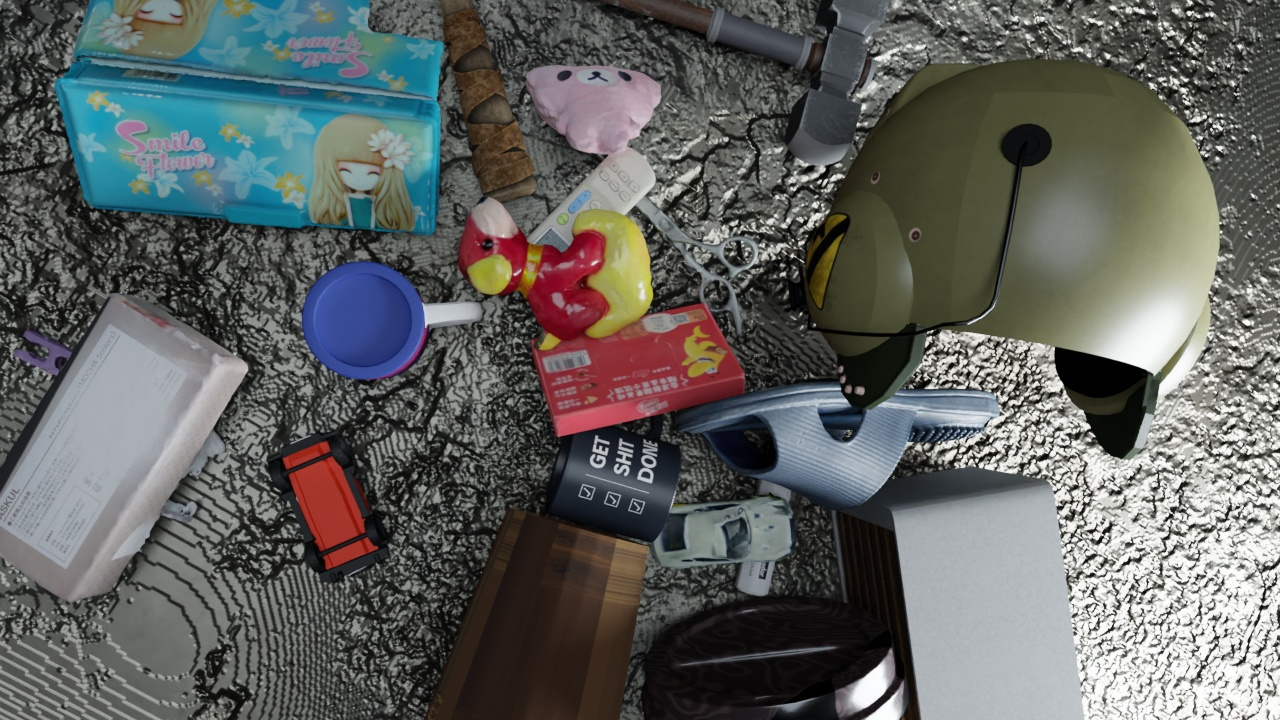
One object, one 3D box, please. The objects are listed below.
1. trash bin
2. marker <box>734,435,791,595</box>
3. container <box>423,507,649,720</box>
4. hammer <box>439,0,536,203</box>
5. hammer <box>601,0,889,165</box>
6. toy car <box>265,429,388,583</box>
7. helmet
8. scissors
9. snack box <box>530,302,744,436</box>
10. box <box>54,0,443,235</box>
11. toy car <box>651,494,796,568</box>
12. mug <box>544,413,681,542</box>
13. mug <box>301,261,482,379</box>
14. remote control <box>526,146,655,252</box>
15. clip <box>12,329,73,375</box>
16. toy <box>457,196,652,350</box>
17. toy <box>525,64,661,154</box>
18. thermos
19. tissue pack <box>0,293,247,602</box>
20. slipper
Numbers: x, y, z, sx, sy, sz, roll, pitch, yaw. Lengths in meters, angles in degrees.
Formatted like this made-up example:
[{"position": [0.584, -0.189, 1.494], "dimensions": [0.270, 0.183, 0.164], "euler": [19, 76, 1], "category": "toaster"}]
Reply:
[{"position": [0.225, 0.202, 0.659], "dimensions": [0.114, 0.114, 0.229], "euler": [-8, 90, -10], "category": "trash bin"}, {"position": [0.096, 0.111, 0.685], "dimensions": [0.025, 0.025, 0.126], "euler": [14, 87, -9], "category": "marker"}, {"position": [-0.064, 0.192, 0.611], "dimensions": [0.132, 0.132, 0.167], "euler": [17, 80, -9], "category": "container"}, {"position": [-0.132, -0.268, 0.636], "dimensions": [0.121, 0.049, 0.319], "euler": [-14, 97, 10], "category": "hammer"}, {"position": [0.019, -0.258, 0.673], "dimensions": [0.322, 0.043, 0.156], "euler": [16, 87, -6], "category": "hammer"}, {"position": [-0.209, 0.098, 0.622], "dimensions": [0.051, 0.049, 0.100], "euler": [-23, 93, -8], "category": "toy car"}, {"position": [0.225, -0.071, 0.582], "dimensions": [0.250, 0.256, 0.233], "euler": [11, 89, -10], "category": "helmet"}, {"position": [0.021, -0.086, 0.683], "dimensions": [0.171, 0.014, 0.090], "euler": [23, 102, 1], "category": "scissors"}, {"position": [-0.004, 0.004, 0.642], "dimensions": [0.133, 0.089, 0.021], "euler": [-12, 130, -9], "category": "snack box"}, {"position": [-0.245, -0.172, 0.599], "dimensions": [0.227, 0.083, 0.172], "euler": [4, 98, -9], "category": "box"}, {"position": [0.058, 0.124, 0.661], "dimensions": [0.105, 0.033, 0.048], "euler": [-7, 81, 10], "category": "toy car"}, {"position": [-0.017, 0.068, 0.650], "dimensions": [0.077, 0.071, 0.104], "euler": [17, 60, -9], "category": "mug"}, {"position": [-0.163, -0.027, 0.618], "dimensions": [0.112, 0.076, 0.075], "euler": [-7, 90, -9], "category": "mug"}, {"position": [-0.042, -0.101, 0.663], "dimensions": [0.038, 0.018, 0.125], "euler": [45, 91, -5], "category": "remote control"}, {"position": [-0.389, -0.004, 0.613], "dimensions": [0.053, 0.013, 0.037], "euler": [11, 86, -6], "category": "clip"}, {"position": [-0.058, -0.057, 0.632], "dimensions": [0.137, 0.067, 0.105], "euler": [11, 98, -15], "category": "toy"}, {"position": [-0.031, -0.175, 0.643], "dimensions": [0.099, 0.095, 0.053], "euler": [3, 133, -9], "category": "toy"}, {"position": [0.101, 0.298, 0.617], "dimensions": [0.172, 0.173, 0.226], "euler": [-11, 97, -10], "category": "thermos"}, {"position": [-0.337, 0.059, 0.599], "dimensions": [0.104, 0.071, 0.181], "euler": [30, 85, 5], "category": "tissue pack"}, {"position": [0.143, 0.062, 0.638], "dimensions": [0.263, 0.101, 0.082], "euler": [1, 81, -28], "category": "slipper"}]
